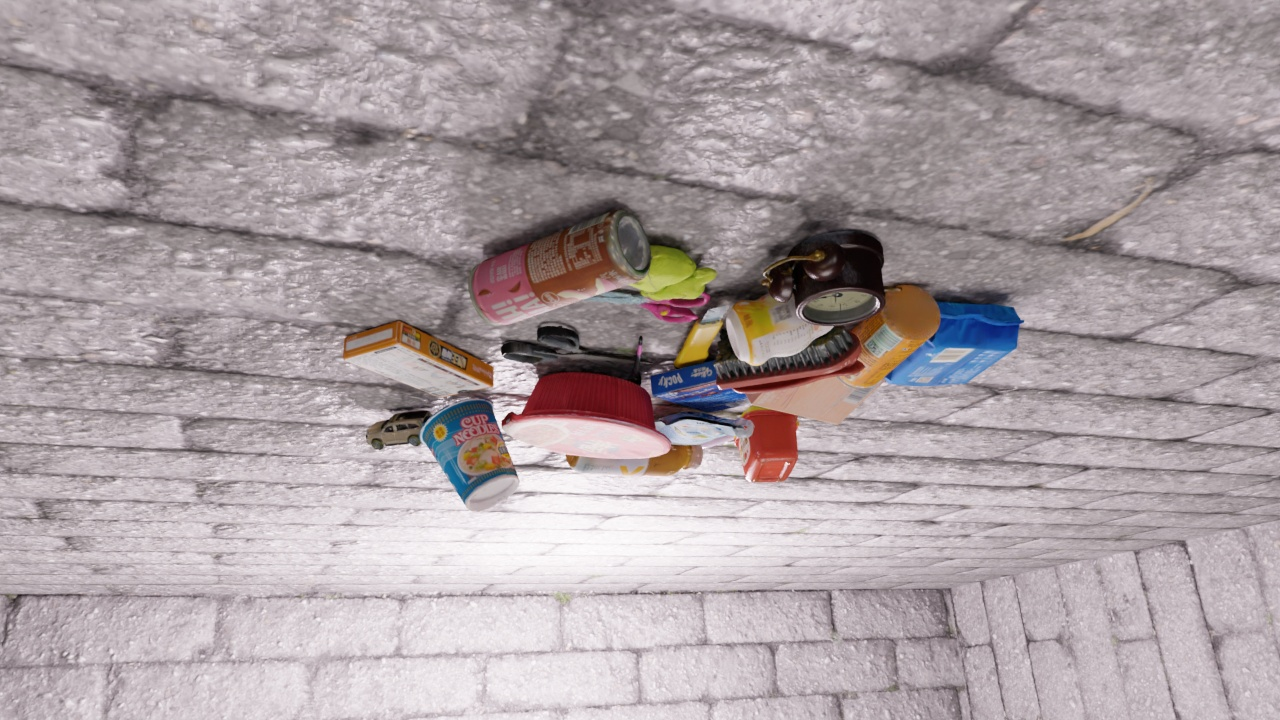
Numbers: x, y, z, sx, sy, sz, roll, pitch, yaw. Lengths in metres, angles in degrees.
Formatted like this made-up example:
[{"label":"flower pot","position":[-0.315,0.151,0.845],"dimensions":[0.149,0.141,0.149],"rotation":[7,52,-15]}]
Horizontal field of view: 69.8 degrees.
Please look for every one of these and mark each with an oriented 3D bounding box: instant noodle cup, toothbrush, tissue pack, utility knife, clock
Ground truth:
[{"label":"instant noodle cup","position":[-0.198,0.117,1.098],"dimensions":[0.099,0.110,0.099],"rotation":[-26,154,-14]},{"label":"toothbrush","position":[-0.006,0.006,0.994],"dimensions":[0.018,0.014,0.189],"rotation":[4,163,-1]},{"label":"tissue pack","position":[0.315,-0.016,0.949],"dimensions":[0.095,0.052,0.157],"rotation":[2,159,-9]},{"label":"instant noodle cup","position":[-0.058,0.062,1.055],"dimensions":[0.194,0.065,0.194],"rotation":[5,163,1]},{"label":"utility knife","position":[0.063,-0.023,0.939],"dimensions":[0.033,0.015,0.193],"rotation":[-3,162,-9]},{"label":"toothbrush","position":[0.106,0.119,1.317],"dimensions":[0.029,0.021,0.190],"rotation":[2,160,-45]},{"label":"clock","position":[0.157,-0.070,0.777],"dimensions":[0.121,0.055,0.082],"rotation":[13,154,-33]}]

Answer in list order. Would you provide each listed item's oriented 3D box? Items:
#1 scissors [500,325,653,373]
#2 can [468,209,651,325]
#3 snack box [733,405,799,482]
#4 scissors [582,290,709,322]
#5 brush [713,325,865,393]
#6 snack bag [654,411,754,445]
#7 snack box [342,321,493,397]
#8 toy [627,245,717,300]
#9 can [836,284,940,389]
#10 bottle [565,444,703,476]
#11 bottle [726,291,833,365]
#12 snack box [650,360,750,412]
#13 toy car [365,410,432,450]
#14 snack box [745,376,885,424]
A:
[{"label":"scissors","position":[-0.067,-0.008,0.976],"dimensions":[0.170,0.014,0.159],"rotation":[-5,163,0]},{"label":"can","position":[-0.066,-0.072,0.736],"dimensions":[0.148,0.057,0.058],"rotation":[-16,156,30]},{"label":"snack box","position":[0.169,0.111,1.205],"dimensions":[0.082,0.080,0.091],"rotation":[-1,147,-7]},{"label":"scissors","position":[0.001,-0.059,0.844],"dimensions":[0.137,0.017,0.077],"rotation":[11,156,-25]},{"label":"brush","position":[0.149,-0.002,0.920],"dimensions":[0.146,0.063,0.069],"rotation":[-9,133,25]},{"label":"snack bag","position":[0.069,0.084,1.139],"dimensions":[0.110,0.038,0.191],"rotation":[14,170,-7]},{"label":"snack box","position":[-0.227,0.003,0.955],"dimensions":[0.075,0.026,0.153],"rotation":[-13,157,26]},{"label":"toy","position":[0.016,-0.075,0.781],"dimensions":[0.097,0.031,0.100],"rotation":[-6,163,9]},{"label":"can","position":[0.242,-0.020,0.917],"dimensions":[0.058,0.058,0.146],"rotation":[0,159,-9]},{"label":"bottle","position":[-0.005,0.124,1.247],"dimensions":[0.189,0.068,0.068],"rotation":[6,157,-24]},{"label":"bottle","position":[0.137,-0.036,0.858],"dimensions":[0.108,0.063,0.063],"rotation":[-16,160,-5]},{"label":"snack box","position":[0.083,0.032,1.053],"dimensions":[0.085,0.026,0.157],"rotation":[-14,164,25]},{"label":"toy car","position":[-0.299,0.085,1.141],"dimensions":[0.090,0.042,0.035],"rotation":[-9,114,12]},{"label":"snack box","position":[0.198,0.027,1.038],"dimensions":[0.157,0.026,0.085],"rotation":[15,128,-39]}]
